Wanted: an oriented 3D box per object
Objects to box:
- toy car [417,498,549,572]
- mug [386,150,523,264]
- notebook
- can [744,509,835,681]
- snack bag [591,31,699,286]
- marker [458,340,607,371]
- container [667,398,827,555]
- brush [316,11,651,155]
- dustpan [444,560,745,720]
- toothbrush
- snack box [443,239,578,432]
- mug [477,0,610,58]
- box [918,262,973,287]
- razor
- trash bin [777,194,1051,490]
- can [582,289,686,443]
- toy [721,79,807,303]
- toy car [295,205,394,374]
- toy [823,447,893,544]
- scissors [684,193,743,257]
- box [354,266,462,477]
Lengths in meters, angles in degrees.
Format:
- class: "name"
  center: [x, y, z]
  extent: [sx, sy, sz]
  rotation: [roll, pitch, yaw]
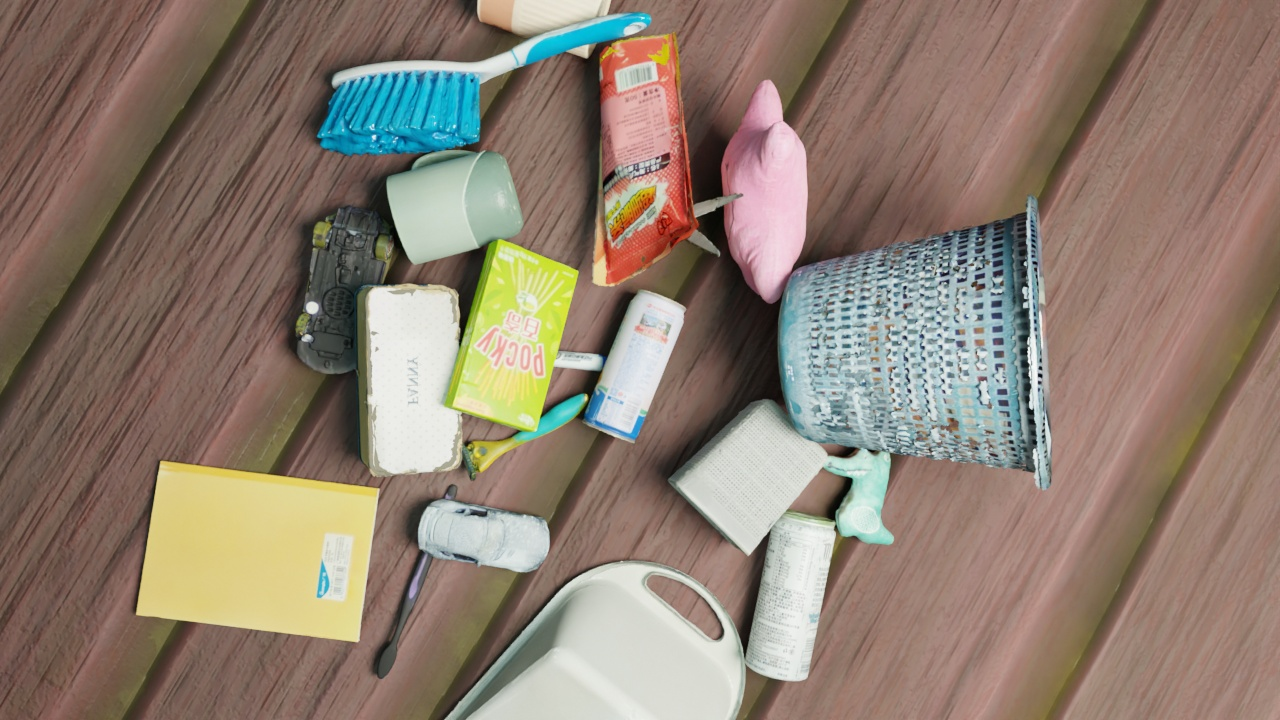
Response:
- class: "toy car"
  center: [-0.144, 0.162, 0.844]
  extent: [0.120, 0.037, 0.054]
  rotation: [12, 86, -8]
- class: "mug"
  center: [-0.170, -0.152, 0.842]
  extent: [0.106, 0.082, 0.111]
  rotation: [-16, 57, -1]
- class: "notebook"
  center: [-0.355, 0.178, 0.854]
  extent: [0.206, 0.010, 0.146]
  rotation: [7, 87, -1]
- class: "can"
  center: [0.137, 0.213, 0.838]
  extent: [0.058, 0.058, 0.146]
  rotation: [12, 87, -1]
- class: "snack bag"
  center: [0.000, -0.179, 0.814]
  extent: [0.073, 0.129, 0.207]
  rotation: [12, 68, -39]
- class: "marker"
  center: [-0.104, -0.004, 0.863]
  extent: [0.146, 0.017, 0.017]
  rotation: [6, 87, -1]
- class: "container"
  center: [0.098, 0.100, 0.828]
  extent: [0.090, 0.090, 0.114]
  rotation: [45, 84, 1]
- class: "brush"
  center: [-0.145, -0.248, 0.823]
  extent: [0.315, 0.060, 0.109]
  rotation: [1, 78, 16]
- class: "dustpan"
  center: [-0.031, 0.322, 0.855]
  extent: [0.222, 0.142, 0.258]
  rotation: [39, 117, 1]
- class: "toothbrush"
  center: [-0.208, 0.205, 0.857]
  extent: [0.014, 0.017, 0.189]
  rotation: [22, 84, -12]
- class: "snack box"
  center: [-0.114, -0.021, 0.823]
  extent: [0.085, 0.026, 0.156]
  rotation: [21, 77, -30]
- class: "mug"
  center: [-0.082, -0.347, 0.853]
  extent: [0.106, 0.082, 0.114]
  rotation: [20, 58, -2]
- class: "box"
  center: [0.261, -0.016, 0.853]
  extent: [0.070, 0.056, 0.164]
  rotation: [17, 87, -16]
- class: "razor"
  center: [-0.106, 0.065, 0.854]
  extent: [0.132, 0.028, 0.043]
  rotation: [-28, 62, 1]
- class: "trash bin"
  center: [0.224, -0.011, 0.748]
  extent: [0.195, 0.226, 0.226]
  rotation: [-2, 87, 25]
- class: "can"
  center: [-0.005, 0.005, 0.846]
  extent: [0.053, 0.053, 0.134]
  rotation: [22, 87, 0]
- class: "toy"
  center: [0.108, -0.142, 0.812]
  extent: [0.074, 0.178, 0.195]
  rotation: [-2, 122, 1]
- class: "toy car"
  center: [-0.274, -0.065, 0.849]
  extent: [0.070, 0.042, 0.158]
  rotation: [12, 86, -3]
- class: "toy"
  center: [0.204, 0.121, 0.854]
  extent: [0.096, 0.030, 0.092]
  rotation: [16, 84, -21]
- class: "scissors"
  center: [0.022, -0.124, 0.815]
  extent: [0.014, 0.177, 0.160]
  rotation: [23, 127, -35]
- class: "box"
  center: [-0.208, 0.009, 0.820]
  extent: [0.089, 0.061, 0.184]
  rotation: [0, 91, -25]
